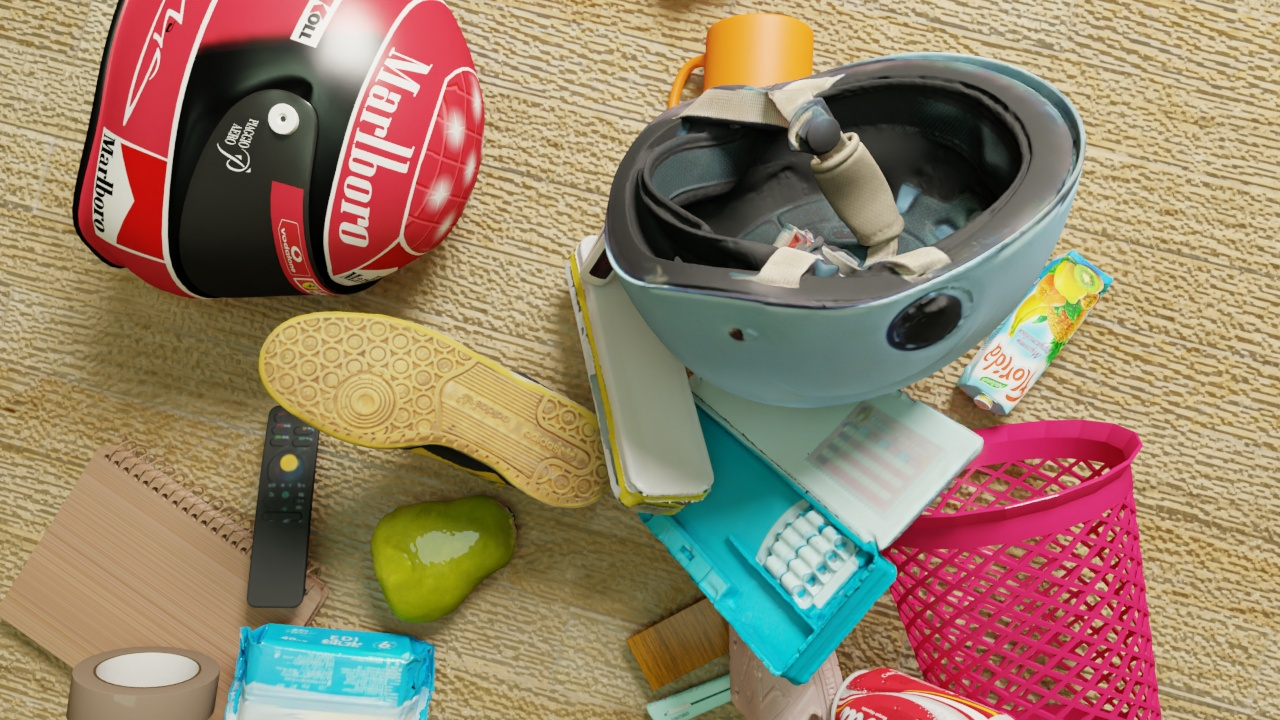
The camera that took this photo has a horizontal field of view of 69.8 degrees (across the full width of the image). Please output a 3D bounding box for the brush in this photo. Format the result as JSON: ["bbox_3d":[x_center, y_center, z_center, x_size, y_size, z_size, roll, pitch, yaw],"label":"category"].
[{"bbox_3d":[0.055,0.197,0.685,0.126,0.017,0.048,-28,87,2],"label":"brush"}]

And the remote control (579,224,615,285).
[{"bbox_3d":[-0.003,-0.114,0.646,0.025,0.060,0.138,30,54,-9],"label":"remote control"}]

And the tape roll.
[{"bbox_3d":[-0.351,0.234,0.651,0.094,0.093,0.030,9,90,4],"label":"tape roll"}]

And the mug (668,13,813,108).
[{"bbox_3d":[0.069,-0.189,0.673,0.113,0.077,0.096,2,88,32],"label":"mug"}]

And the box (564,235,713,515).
[{"bbox_3d":[-0.003,0.003,0.630,0.045,0.065,0.209,-41,51,40],"label":"box"}]

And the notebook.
[{"bbox_3d":[-0.367,0.182,0.710,0.210,0.022,0.169,33,91,4],"label":"notebook"}]

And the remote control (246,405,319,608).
[{"bbox_3d":[-0.267,0.109,0.693,0.041,0.020,0.151,1,75,-3],"label":"remote control"}]

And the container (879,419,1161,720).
[{"bbox_3d":[0.253,0.174,0.605,0.183,0.183,0.226,-16,95,3],"label":"container"}]

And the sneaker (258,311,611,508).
[{"bbox_3d":[-0.137,0.031,0.637,0.238,0.122,0.086,25,84,-17],"label":"sneaker"}]

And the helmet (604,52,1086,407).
[{"bbox_3d":[0.121,-0.075,0.550,0.266,0.167,0.225,-17,47,10],"label":"helmet"}]

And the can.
[{"bbox_3d":[0.171,0.229,0.553,0.064,0.105,0.064,-2,94,-35],"label":"can"}]

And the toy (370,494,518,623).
[{"bbox_3d":[-0.143,0.143,0.683,0.110,0.051,0.090,-20,90,0],"label":"toy"}]

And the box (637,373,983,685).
[{"bbox_3d":[0.088,0.069,0.601,0.182,0.227,0.039,-49,127,1],"label":"box"}]

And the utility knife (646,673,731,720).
[{"bbox_3d":[0.064,0.245,0.687,0.120,0.015,0.022,-22,86,0],"label":"utility knife"}]

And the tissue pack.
[{"bbox_3d":[-0.224,0.247,0.672,0.144,0.062,0.093,9,88,-9],"label":"tissue pack"}]

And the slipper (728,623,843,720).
[{"bbox_3d":[0.100,0.236,0.631,0.064,0.094,0.239,-20,99,-9],"label":"slipper"}]

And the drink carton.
[{"bbox_3d":[0.284,-0.018,0.666,0.044,0.038,0.129,38,91,4],"label":"drink carton"}]

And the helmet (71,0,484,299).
[{"bbox_3d":[-0.224,-0.153,0.625,0.224,0.197,0.271,20,98,4],"label":"helmet"}]
